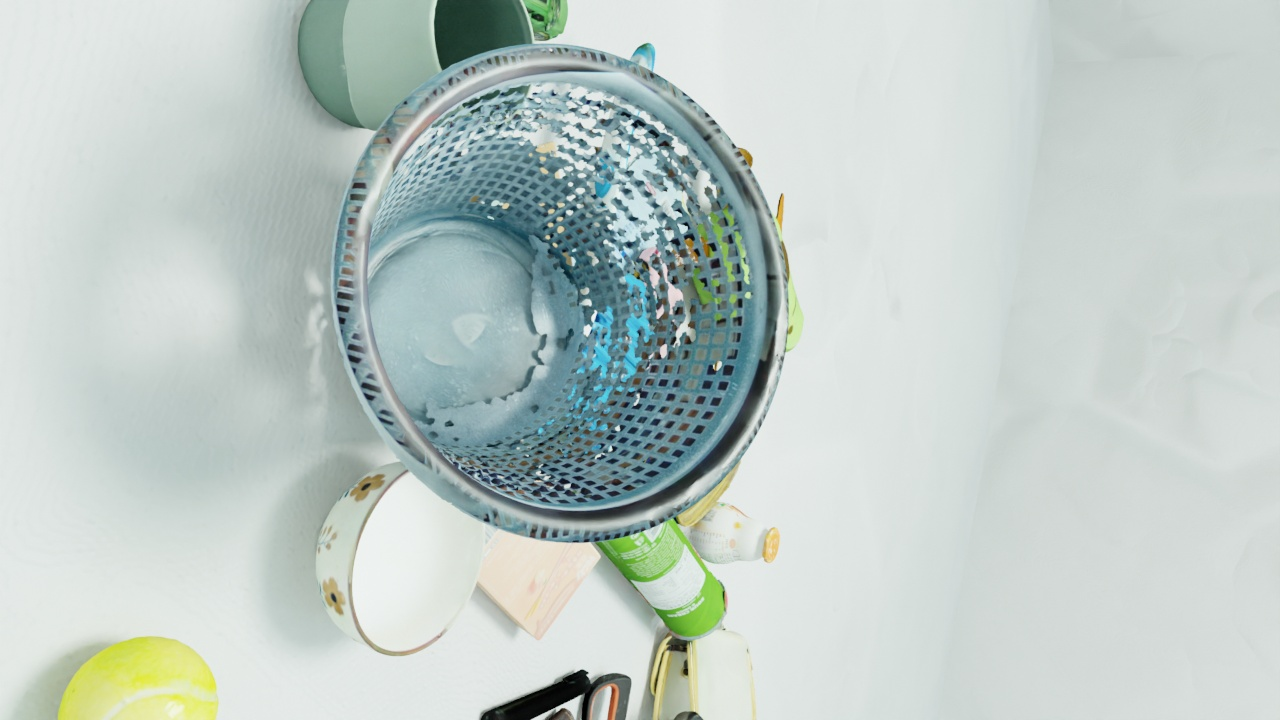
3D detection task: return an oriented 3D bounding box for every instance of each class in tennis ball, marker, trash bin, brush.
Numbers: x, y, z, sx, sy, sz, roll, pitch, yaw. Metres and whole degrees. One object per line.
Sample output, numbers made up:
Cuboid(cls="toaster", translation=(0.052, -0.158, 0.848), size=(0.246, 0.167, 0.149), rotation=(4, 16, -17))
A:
Cuboid(cls="tennis ball", translation=(-0.230, 0.161, 0.422), size=(0.065, 0.066, 0.065), rotation=(-18, 111, -58))
Cuboid(cls="marker", translation=(-0.081, 0.278, 0.747), size=(0.131, 0.020, 0.022), rotation=(7, 107, -60))
Cuboid(cls="trash bin", translation=(-0.069, -0.025, 0.495), size=(0.226, 0.195, 0.226), rotation=(2, 85, -30))
Cuboid(cls="brush", translation=(-0.023, -0.074, 0.671), size=(0.109, 0.061, 0.314), rotation=(37, 69, -40))

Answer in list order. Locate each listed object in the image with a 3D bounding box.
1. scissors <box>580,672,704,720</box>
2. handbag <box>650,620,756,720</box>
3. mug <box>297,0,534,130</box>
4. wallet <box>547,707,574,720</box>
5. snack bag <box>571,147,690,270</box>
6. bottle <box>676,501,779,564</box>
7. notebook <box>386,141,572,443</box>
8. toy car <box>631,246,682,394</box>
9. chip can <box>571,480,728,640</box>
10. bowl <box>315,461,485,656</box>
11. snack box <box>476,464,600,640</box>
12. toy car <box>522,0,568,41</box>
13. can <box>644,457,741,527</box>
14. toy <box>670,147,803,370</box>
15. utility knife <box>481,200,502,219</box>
Cuboid(cls="scissors", translation=(-0.025, 0.389, 0.829), size=(0.220, 0.022, 0.222), rotation=(-23, 97, -29))
Cuboid(cls="handbag", translation=(0.066, 0.319, 0.986), size=(0.163, 0.063, 0.178), rotation=(32, 53, -58))
Cuboid(cls="mug", translation=(-0.117, -0.164, 0.510), size=(0.111, 0.106, 0.082), rotation=(31, 68, -57))
Cuboid(cls="wallet", translation=(-0.089, 0.356, 0.743), size=(0.122, 0.020, 0.096), rotation=(-23, 106, -54))
Cuboid(cls="snack bag", translation=(-0.025, -0.081, 0.752), size=(0.190, 0.039, 0.110), rotation=(-52, 146, -30))
Cuboid(cls="bottle", translation=(0.084, 0.175, 0.924), size=(0.063, 0.108, 0.063), rotation=(-22, 116, -57))
Cuboid(cls="notebook", translation=(-0.098, -0.035, 0.641), size=(0.147, 0.008, 0.208), rotation=(-28, 120, -42))
Cuboid(cls="toy car", translation=(0.011, -0.032, 0.746), size=(0.056, 0.037, 0.122), rotation=(28, 66, -60))
Cuboid(cls="chip can", translation=(0.014, 0.178, 0.838), size=(0.072, 0.072, 0.236), rotation=(-65, 145, -28))
Cuboid(cls="bowl", translation=(-0.152, 0.113, 0.550), size=(0.113, 0.062, 0.113), rotation=(-21, 114, -58))
Cuboid(cls="snack box", translation=(-0.090, 0.137, 0.681), size=(0.084, 0.026, 0.157), rotation=(-52, 140, -22))
Cuboid(cls="toy car", translation=(-0.079, -0.252, 0.634), size=(0.091, 0.036, 0.043), rotation=(-6, 100, -63))
Cuboid(cls="can", translation=(0.050, 0.107, 0.911), size=(0.147, 0.049, 0.075), rotation=(-39, 128, -51))
Cuboid(cls="toy", translation=(0.106, -0.086, 0.932), size=(0.226, 0.090, 0.247), rotation=(-62, 141, -22))
Cuboid(cls="utility knife", translation=(-0.111, -0.034, 0.607), size=(0.029, 0.013, 0.209), rotation=(7, 98, -47))
